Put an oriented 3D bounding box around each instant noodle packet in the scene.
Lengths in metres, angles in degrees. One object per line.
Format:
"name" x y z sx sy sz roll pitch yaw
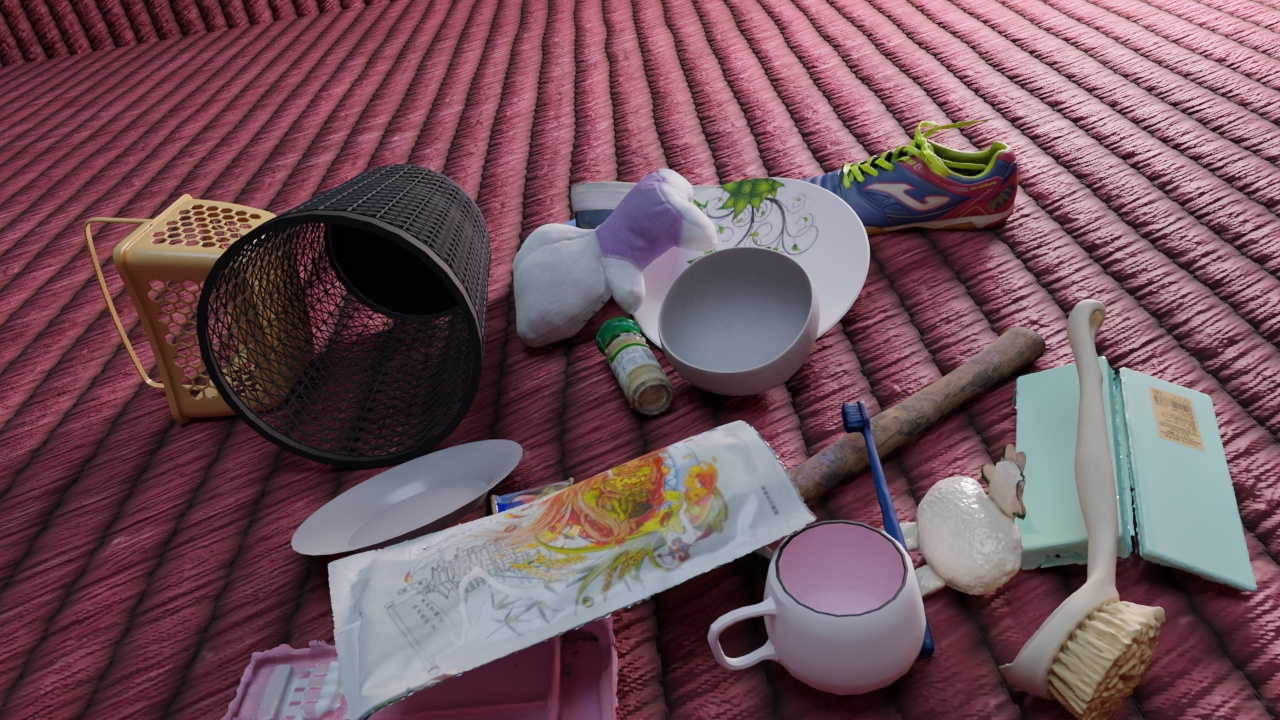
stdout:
"instant noodle packet" -0.046 0.106 0.538 0.268 0.057 0.147 -18 23 -15

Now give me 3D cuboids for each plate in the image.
"plate" 0.101 -0.081 0.872 0.230 0.030 0.228 -10 52 13
"plate" -0.164 0.104 0.666 0.173 0.019 0.172 -18 13 4

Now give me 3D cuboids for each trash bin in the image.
"trash bin" -0.231 -0.063 0.814 0.217 0.217 0.242 -7 27 4

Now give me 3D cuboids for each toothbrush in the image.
"toothbrush" 0.155 0.099 0.589 0.017 0.016 0.189 -4 47 0

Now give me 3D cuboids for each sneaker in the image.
"sneaker" 0.269 -0.196 0.970 0.242 0.091 0.116 2 38 19
"sneaker" 0.042 -0.143 0.977 0.235 0.079 0.087 1 1 -11

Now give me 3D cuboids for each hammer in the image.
"hammer" 0.190 0.055 0.675 0.329 0.033 0.120 -27 41 -24

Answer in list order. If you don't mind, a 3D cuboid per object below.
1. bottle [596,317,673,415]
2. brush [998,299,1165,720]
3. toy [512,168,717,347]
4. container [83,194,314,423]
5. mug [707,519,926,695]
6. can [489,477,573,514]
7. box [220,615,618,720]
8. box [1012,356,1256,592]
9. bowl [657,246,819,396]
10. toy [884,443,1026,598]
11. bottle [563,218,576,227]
"bottle" -0.005 0.005 0.789 0.042 0.043 0.110 -17 35 -10
"brush" 0.260 0.074 0.533 0.077 0.062 0.271 5 57 24
"toy" -0.037 -0.100 0.868 0.209 0.085 0.137 -31 42 10
"container" -0.410 -0.049 0.849 0.167 0.184 0.129 2 35 5
"mug" 0.098 0.147 0.516 0.124 0.076 0.090 -15 34 -8
"can" -0.063 0.127 0.610 0.059 0.054 0.099 -13 34 -9
"box" -0.130 0.205 0.499 0.233 0.075 0.172 -7 6 5
"box" 0.319 0.068 0.609 0.138 0.056 0.186 -2 35 23
"bowl" 0.085 -0.026 0.773 0.132 0.064 0.131 -10 54 14
"toy" 0.203 0.105 0.569 0.112 0.050 0.087 -41 25 15
"bottle" -0.071 -0.128 0.997 0.131 0.048 0.048 -30 38 -27
